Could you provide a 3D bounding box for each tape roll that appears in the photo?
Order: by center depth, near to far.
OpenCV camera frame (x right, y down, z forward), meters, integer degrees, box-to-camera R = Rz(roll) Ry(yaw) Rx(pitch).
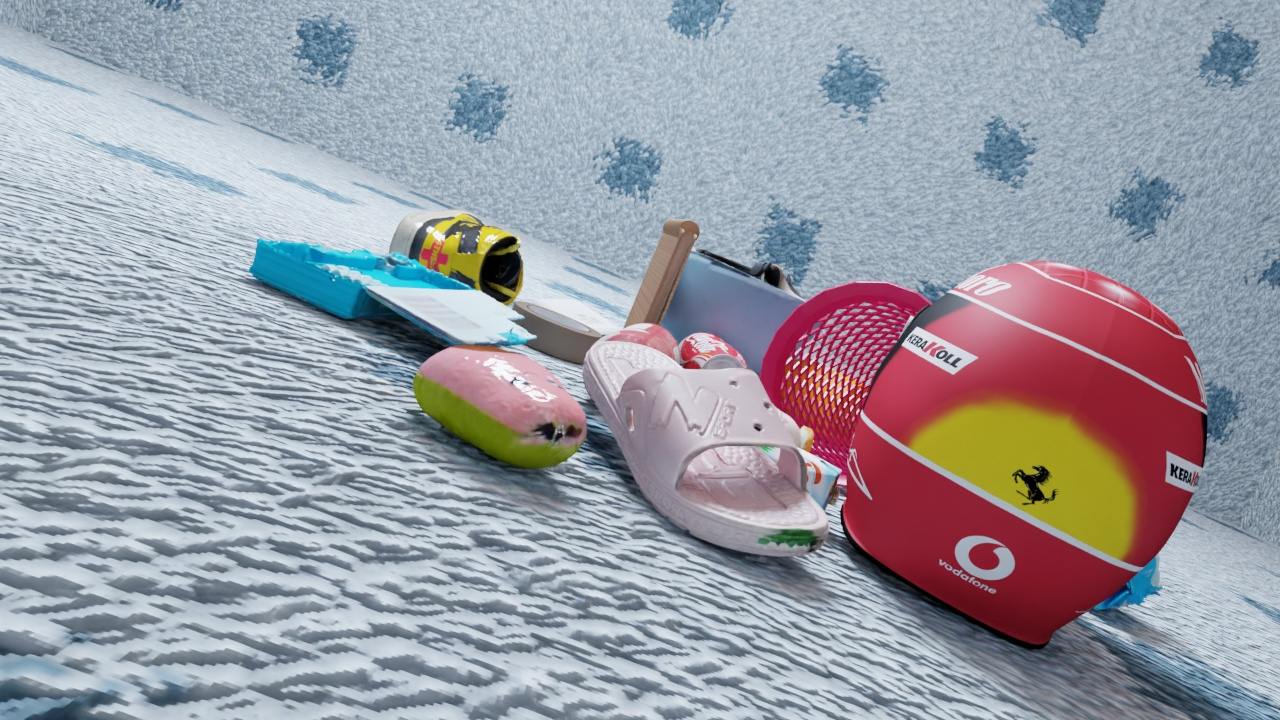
[{"bbox_3d":[-0.087,-0.028,0.914,0.093,0.030,0.093,22,7,-3],"label":"tape roll"}]

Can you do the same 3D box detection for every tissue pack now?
[{"bbox_3d":[0.362,0.160,0.776,0.092,0.062,0.144,15,10,-46],"label":"tissue pack"}]

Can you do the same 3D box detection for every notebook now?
[{"bbox_3d":[0.014,-0.074,1.002,0.022,0.169,0.210,22,8,-6],"label":"notebook"}]

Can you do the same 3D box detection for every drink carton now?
[{"bbox_3d":[0.078,0.071,0.647,0.129,0.044,0.038,23,8,18],"label":"drink carton"}]

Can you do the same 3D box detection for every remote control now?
[{"bbox_3d":[-0.073,-0.041,1.026,0.060,0.025,0.138,-2,20,-29],"label":"remote control"}]

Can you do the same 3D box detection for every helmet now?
[{"bbox_3d":[0.251,0.047,0.609,0.198,0.225,0.270,29,10,13],"label":"helmet"},{"bbox_3d":[0.114,-0.056,1.161,0.225,0.167,0.266,20,3,-14],"label":"helmet"}]

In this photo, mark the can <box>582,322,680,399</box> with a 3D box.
[{"bbox_3d":[-0.005,0.005,0.784,0.067,0.067,0.170,23,8,4],"label":"can"}]

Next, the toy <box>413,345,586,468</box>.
[{"bbox_3d":[-0.070,0.025,0.501,0.090,0.051,0.110,13,12,-43],"label":"toy"}]

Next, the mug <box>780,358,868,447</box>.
[{"bbox_3d":[0.222,0.060,1.085,0.096,0.077,0.112,32,-19,50],"label":"mug"}]

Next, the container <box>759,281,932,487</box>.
[{"bbox_3d":[0.245,0.044,0.891,0.183,0.183,0.225,28,2,34],"label":"container"}]

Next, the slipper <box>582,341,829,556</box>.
[{"bbox_3d":[0.031,0.032,0.569,0.094,0.064,0.239,2,25,-28],"label":"slipper"}]

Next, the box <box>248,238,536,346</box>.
[{"bbox_3d":[-0.181,-0.049,0.761,0.182,0.039,0.226,25,8,9],"label":"box"}]

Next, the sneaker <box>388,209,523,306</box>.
[{"bbox_3d":[-0.178,-0.115,1.042,0.122,0.086,0.238,18,11,10],"label":"sneaker"}]

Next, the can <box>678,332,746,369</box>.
[{"bbox_3d":[0.077,0.008,1.012,0.064,0.064,0.105,21,8,-13],"label":"can"}]

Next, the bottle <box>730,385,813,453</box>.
[{"bbox_3d":[0.080,0.051,0.722,0.109,0.063,0.063,22,8,-6],"label":"bottle"}]
